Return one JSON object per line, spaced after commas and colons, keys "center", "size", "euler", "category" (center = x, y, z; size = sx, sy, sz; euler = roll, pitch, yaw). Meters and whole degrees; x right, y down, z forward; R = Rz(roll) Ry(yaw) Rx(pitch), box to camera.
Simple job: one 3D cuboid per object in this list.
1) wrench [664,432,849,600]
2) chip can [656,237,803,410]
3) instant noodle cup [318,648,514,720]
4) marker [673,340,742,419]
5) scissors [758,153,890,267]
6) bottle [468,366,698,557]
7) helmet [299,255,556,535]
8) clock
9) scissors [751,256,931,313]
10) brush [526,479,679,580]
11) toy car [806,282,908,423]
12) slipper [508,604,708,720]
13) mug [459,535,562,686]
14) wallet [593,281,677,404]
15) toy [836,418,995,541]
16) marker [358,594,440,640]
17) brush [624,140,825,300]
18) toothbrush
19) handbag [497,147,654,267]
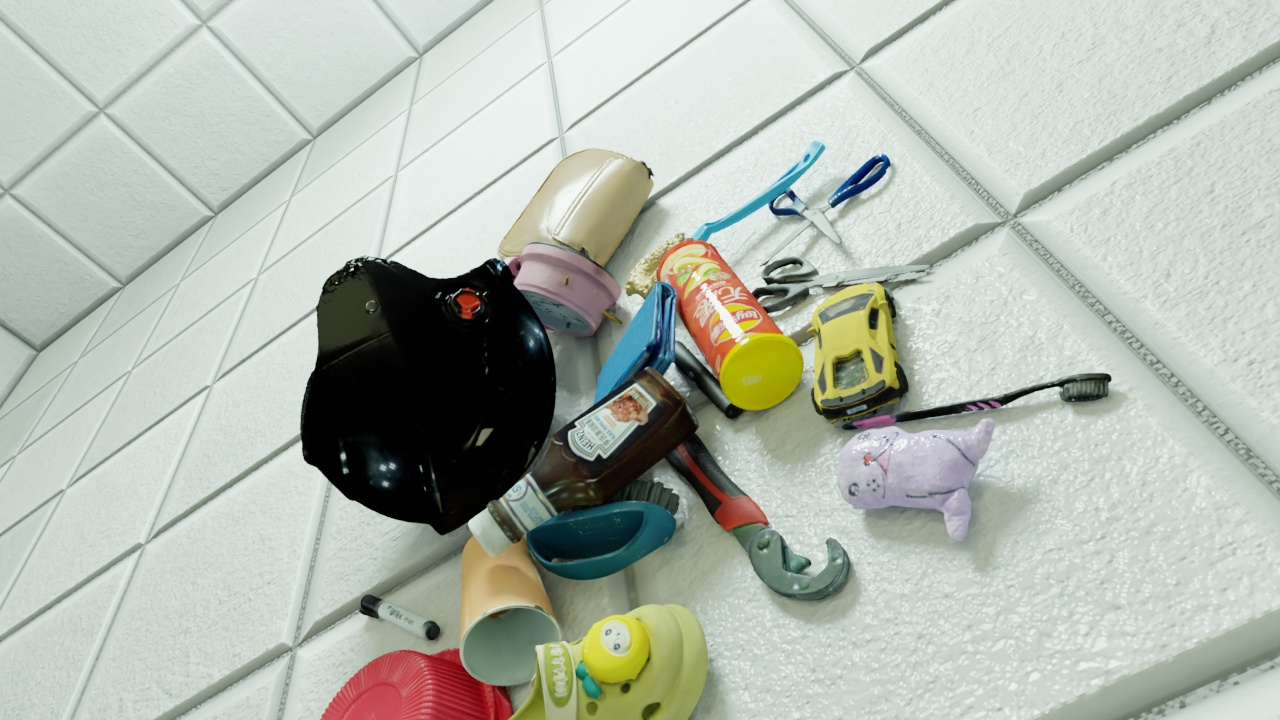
{"center": [0.068, 0.104, 0.719], "size": [0.056, 0.016, 0.273], "euler": [-44, 33, -4], "category": "wrench"}
{"center": [0.074, -0.039, 0.834], "size": [0.073, 0.073, 0.216], "euler": [-37, 32, 6], "category": "chip can"}
{"center": [-0.193, 0.299, 0.715], "size": [0.194, 0.066, 0.193], "euler": [-27, 34, 20], "category": "instant noodle cup"}
{"center": [0.057, 0.015, 0.834], "size": [0.022, 0.020, 0.132], "euler": [-27, 32, -10], "category": "marker"}
{"center": [0.172, -0.150, 0.908], "size": [0.172, 0.012, 0.162], "euler": [-43, 29, -10], "category": "scissors"}
{"center": [-0.049, 0.085, 0.735], "size": [0.194, 0.044, 0.080], "euler": [-36, 39, -7], "category": "bottle"}
{"center": [-0.191, 0.030, 0.885], "size": [0.274, 0.230, 0.234], "euler": [-40, -13, -26], "category": "helmet"}
{"center": [-0.098, -0.075, 1.015], "size": [0.159, 0.117, 0.059], "euler": [7, 67, 47], "category": "clock"}
{"center": [0.171, -0.065, 0.820], "size": [0.136, 0.014, 0.174], "euler": [-40, 34, -1], "category": "scissors"}
{"center": [-0.035, 0.142, 0.745], "size": [0.144, 0.055, 0.073], "euler": [-16, 39, 33], "category": "brush"}
{"center": [0.169, -0.012, 0.732], "size": [0.071, 0.041, 0.155], "euler": [-20, 36, 27], "category": "toy car"}
{"center": [-0.042, 0.233, 0.625], "size": [0.191, 0.081, 0.091], "euler": [-39, 35, 8], "category": "slipper"}
{"center": [-0.112, 0.193, 0.751], "size": [0.078, 0.078, 0.122], "euler": [-38, 28, 5], "category": "mug"}
{"center": [-0.005, 0.005, 0.850], "size": [0.106, 0.040, 0.133], "euler": [-85, 22, -48], "category": "wallet"}
{"center": [0.180, 0.076, 0.618], "size": [0.108, 0.039, 0.083], "euler": [0, 62, 45], "category": "toy"}
{"center": [-0.228, 0.242, 0.862], "size": [0.131, 0.018, 0.022], "euler": [2, 61, 48], "category": "marker"}
{"center": [0.088, -0.141, 0.957], "size": [0.255, 0.046, 0.083], "euler": [-38, 26, 7], "category": "brush"}
{"center": [0.227, 0.034, 0.642], "size": [0.190, 0.014, 0.017], "euler": [-15, 54, 36], "category": "toothbrush"}
{"center": [-0.074, -0.168, 1.119], "size": [0.148, 0.100, 0.204], "euler": [7, 55, 40], "category": "handbag"}
